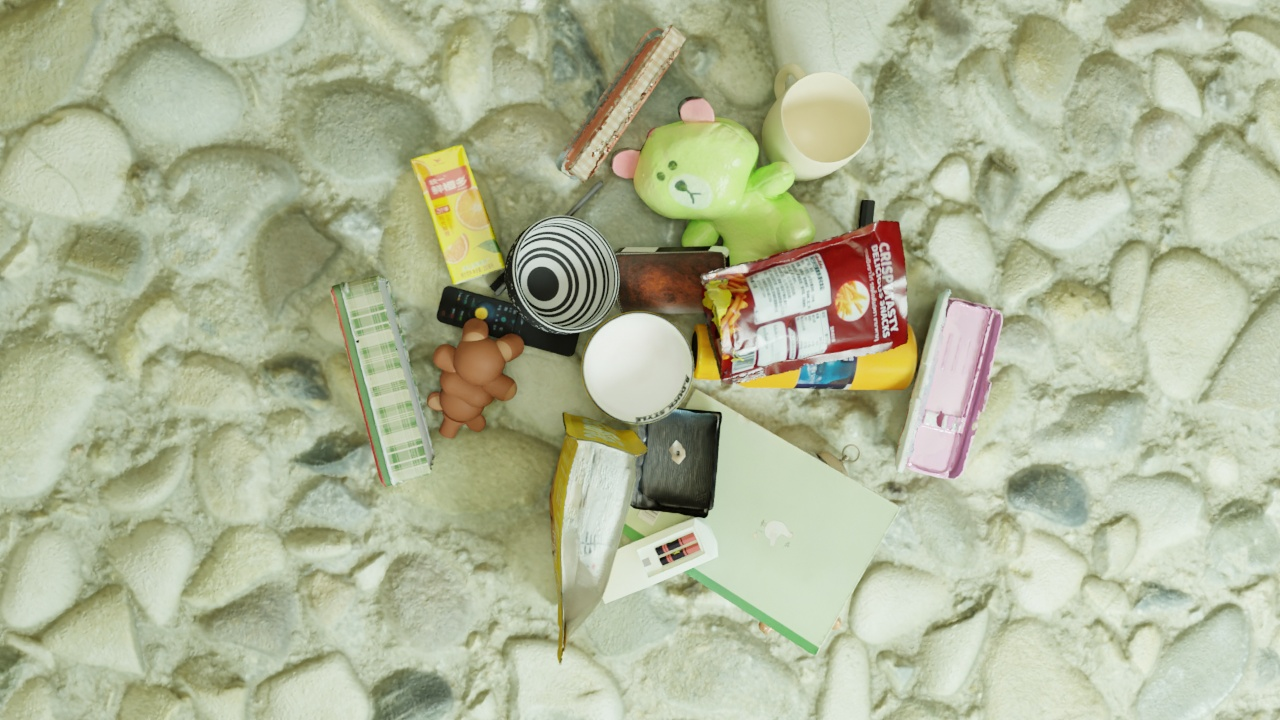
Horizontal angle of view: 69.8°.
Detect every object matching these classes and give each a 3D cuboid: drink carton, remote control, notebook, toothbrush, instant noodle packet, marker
[{"bbox_3d":[-0.190,-0.152,0.958,0.058,0.043,0.134,-19,97,-7],"label":"drink carton"},{"bbox_3d":[-0.140,-0.042,0.982,0.152,0.020,0.041,15,94,-6],"label":"remote control"},{"bbox_3d":[0.013,0.215,0.990,0.143,0.024,0.049,-26,80,13],"label":"remote control"},{"bbox_3d":[0.121,0.170,0.985,0.252,0.010,0.182,30,91,15],"label":"notebook"},{"bbox_3d":[-0.099,-0.132,0.983,0.013,0.013,0.167,45,89,1],"label":"toothbrush"},{"bbox_3d":[-0.059,0.176,0.936,0.084,0.163,0.221,11,93,-8],"label":"instant noodle packet"},{"bbox_3d":[0.247,-0.116,1.016,0.017,0.021,0.124,5,93,-7],"label":"marker"}]

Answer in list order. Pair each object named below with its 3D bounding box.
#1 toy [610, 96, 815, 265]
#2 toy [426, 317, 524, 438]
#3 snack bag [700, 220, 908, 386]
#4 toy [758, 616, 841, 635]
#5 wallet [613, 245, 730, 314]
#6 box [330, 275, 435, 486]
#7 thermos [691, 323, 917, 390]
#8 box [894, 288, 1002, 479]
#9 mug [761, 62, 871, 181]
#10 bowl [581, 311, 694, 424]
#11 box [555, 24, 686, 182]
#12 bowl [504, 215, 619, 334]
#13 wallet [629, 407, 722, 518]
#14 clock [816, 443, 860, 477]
[{"bbox_3d":[0.084,-0.178,0.957,0.151,0.107,0.197,-33,96,38],"label":"toy"},{"bbox_3d":[-0.177,0.024,0.966,0.095,0.065,0.128,28,115,0],"label":"toy"},{"bbox_3d":[0.170,-0.052,0.918,0.208,0.066,0.139,-14,110,-3],"label":"snack bag"},{"bbox_3d":[0.183,0.255,1.011,0.074,0.085,0.106,7,85,-28],"label":"toy"},{"bbox_3d":[0.033,-0.083,0.963,0.123,0.019,0.072,1,115,21],"label":"wallet"},{"bbox_3d":[-0.257,0.018,0.928,0.051,0.118,0.205,-14,97,-10],"label":"box"},{"bbox_3d":[0.172,-0.014,0.993,0.232,0.076,0.091,1,65,-6],"label":"thermos"},{"bbox_3d":[0.326,0.027,1.014,0.146,0.077,0.201,12,93,-38],"label":"box"},{"bbox_3d":[0.171,-0.248,0.959,0.096,0.100,0.120,-26,90,-10],"label":"mug"},{"bbox_3d":[-0.006,0.006,0.975,0.117,0.067,0.117,0,94,-6],"label":"bowl"},{"bbox_3d":[-0.020,-0.267,0.953,0.041,0.082,0.187,36,88,-18],"label":"box"},{"bbox_3d":[-0.090,-0.084,0.954,0.120,0.066,0.120,4,82,-30],"label":"bowl"},{"bbox_3d":[0.040,0.108,0.991,0.089,0.026,0.115,6,85,14],"label":"wallet"},{"bbox_3d":[0.188,0.142,1.013,0.141,0.054,0.093,-40,97,0],"label":"clock"}]
